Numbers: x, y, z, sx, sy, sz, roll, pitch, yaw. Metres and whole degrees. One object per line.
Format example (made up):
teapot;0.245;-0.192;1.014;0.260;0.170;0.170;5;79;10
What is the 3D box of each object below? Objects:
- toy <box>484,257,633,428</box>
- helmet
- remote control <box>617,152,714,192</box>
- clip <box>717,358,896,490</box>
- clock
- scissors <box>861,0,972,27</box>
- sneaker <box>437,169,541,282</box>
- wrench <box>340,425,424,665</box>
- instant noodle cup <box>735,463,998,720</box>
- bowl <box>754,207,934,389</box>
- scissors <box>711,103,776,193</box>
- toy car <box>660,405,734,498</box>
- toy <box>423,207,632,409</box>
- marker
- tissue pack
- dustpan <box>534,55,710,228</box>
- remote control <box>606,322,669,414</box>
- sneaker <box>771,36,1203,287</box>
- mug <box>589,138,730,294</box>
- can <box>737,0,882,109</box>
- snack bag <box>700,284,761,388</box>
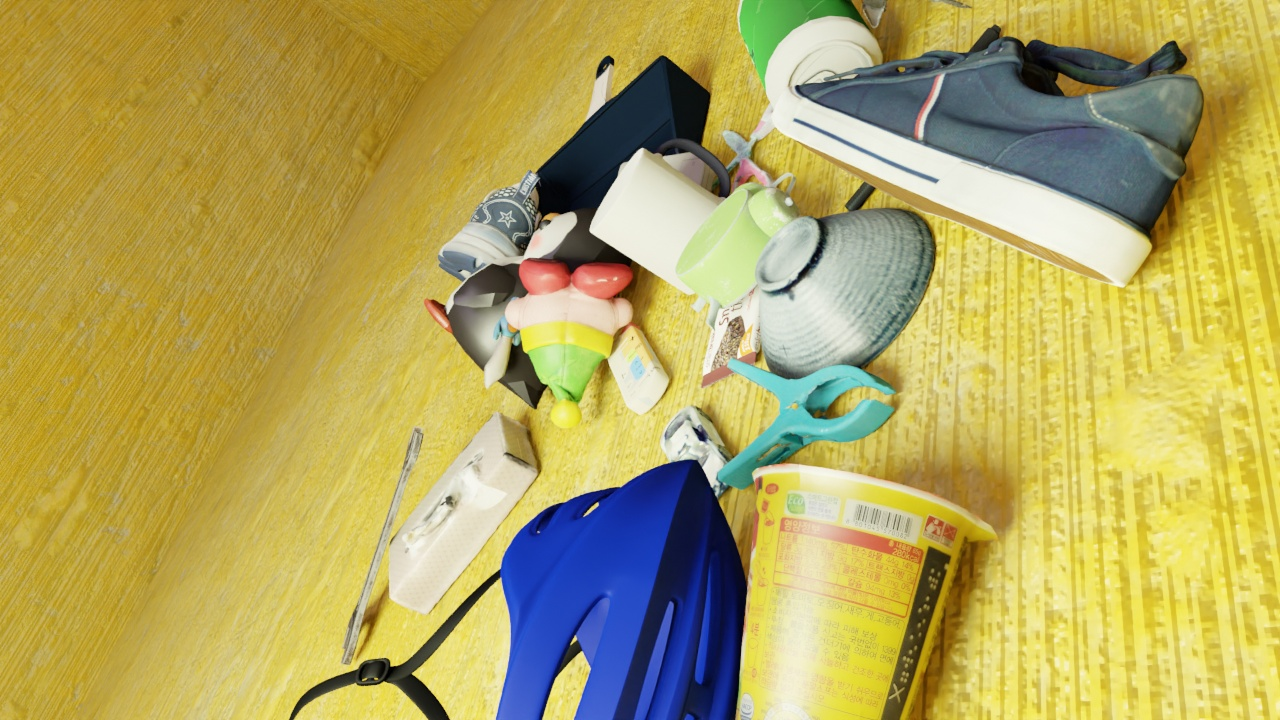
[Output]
toy;-0.070;-0.018;0.774;0.096;0.124;0.131;-97;12;-74
helmet;-0.056;0.156;0.459;0.228;0.148;0.241;0;58;18
remote control;0.018;-0.155;0.871;0.151;0.019;0.074;11;88;57
clip;0.096;0.022;0.541;0.116;0.026;0.097;-17;63;48
clock;0.070;-0.085;0.657;0.119;0.042;0.094;-51;16;6
scissors;0.153;-0.305;0.703;0.201;0.206;0.015;-68;-12;-44
sneaker;-0.157;-0.139;1.047;0.132;0.103;0.269;-60;8;-5
wrench;-0.253;0.183;0.895;0.070;0.010;0.274;-113;42;-64
instant noodle cup;0.085;0.113;0.401;0.101;0.100;0.112;-8;61;57
bowl;0.111;-0.054;0.580;0.137;0.057;0.136;-41;30;29
scissors;0.105;-0.191;0.802;0.177;0.013;0.170;-50;23;17
toy car;0.035;0.061;0.613;0.039;0.027;0.089;-49;27;11
toy;-0.081;-0.059;0.866;0.184;0.159;0.140;-44;66;5
marker;0.190;-0.162;0.621;0.152;0.011;0.011;-52;26;10
tissue pack;-0.173;0.137;0.847;0.181;0.071;0.104;-48;26;10
dustpan;-0.035;-0.231;1.013;0.237;0.080;0.272;-31;35;42
remote control;-0.004;0.004;0.760;0.038;0.018;0.125;-51;24;11
sneaker;0.180;-0.142;0.508;0.127;0.120;0.294;-64;28;12
mug;0.028;-0.126;0.745;0.111;0.097;0.079;-62;14;-13
can;0.130;-0.251;0.721;0.088;0.087;0.139;-41;37;28
snack bag;0.076;-0.052;0.688;0.057;0.013;0.157;-29;37;46
